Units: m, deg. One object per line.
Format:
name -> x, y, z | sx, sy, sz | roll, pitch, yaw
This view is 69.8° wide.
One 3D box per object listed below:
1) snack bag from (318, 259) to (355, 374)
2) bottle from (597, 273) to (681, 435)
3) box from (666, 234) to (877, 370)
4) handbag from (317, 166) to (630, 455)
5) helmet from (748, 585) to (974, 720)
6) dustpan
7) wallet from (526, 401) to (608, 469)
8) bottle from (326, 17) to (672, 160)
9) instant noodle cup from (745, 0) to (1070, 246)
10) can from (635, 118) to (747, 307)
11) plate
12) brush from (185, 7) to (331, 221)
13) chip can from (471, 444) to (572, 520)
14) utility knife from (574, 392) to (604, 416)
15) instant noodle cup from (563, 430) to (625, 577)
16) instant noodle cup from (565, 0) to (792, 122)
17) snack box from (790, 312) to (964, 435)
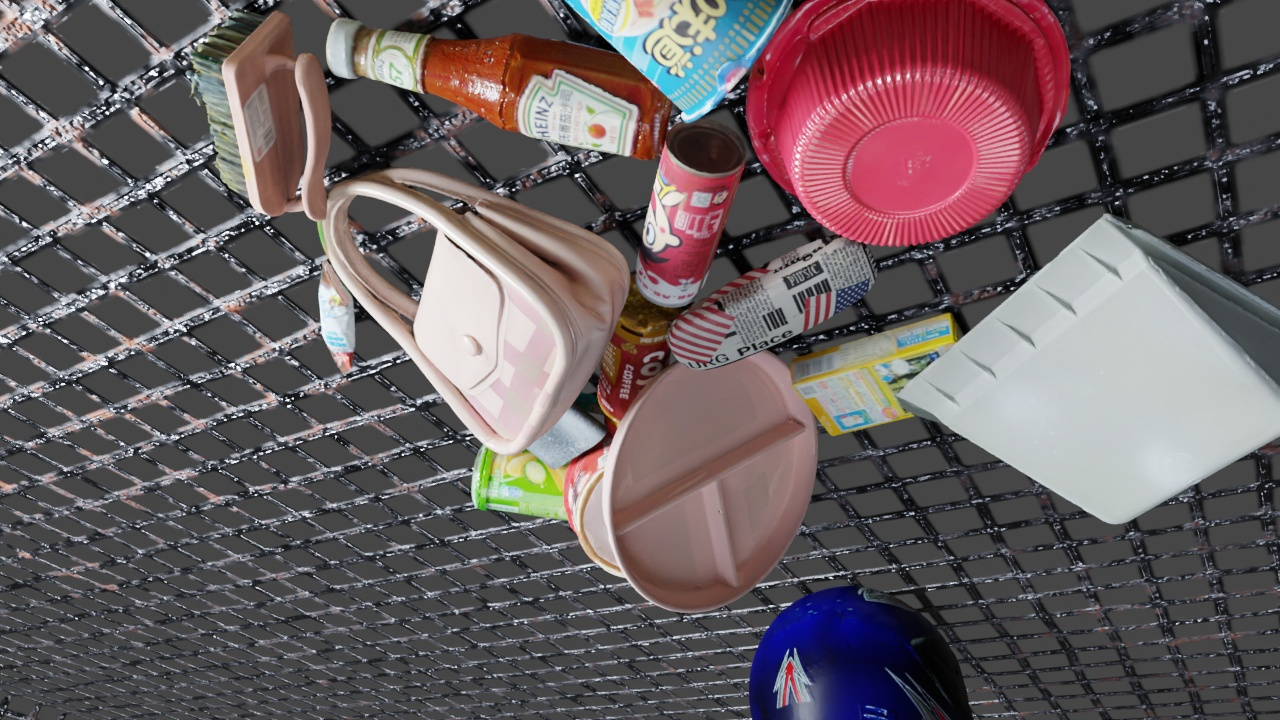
snack bag -> -0.254, -0.035, 0.771 | 0.026, 0.048, 0.104 | -25, 156, -28
bottle -> -0.005, 0.004, 0.765 | 0.057, 0.057, 0.175 | 8, 143, -1
box -> 0.095, -0.044, 0.681 | 0.164, 0.051, 0.068 | -24, 153, 11
handbag -> -0.136, -0.051, 0.681 | 0.234, 0.093, 0.194 | 35, 141, 1
helmet -> 0.275, 0.409, 1.094 | 0.248, 0.239, 0.315 | -27, 120, 36
dustpan -> 0.382, 0.010, 0.723 | 0.258, 0.142, 0.223 | 38, 132, 0
wallet -> -0.093, 0.054, 0.841 | 0.097, 0.019, 0.121 | 39, 146, -9
bottle -> -0.083, -0.168, 0.550 | 0.206, 0.059, 0.060 | 12, 143, 0
instant noodle cup -> 0.159, -0.135, 0.549 | 0.194, 0.065, 0.194 | 4, 143, 3
can -> 0.031, -0.096, 0.629 | 0.053, 0.053, 0.133 | 10, 143, -4
plate -> 0.061, 0.097, 0.768 | 0.229, 0.229, 0.028 | 39, 166, -35
brush -> -0.238, -0.148, 0.597 | 0.073, 0.063, 0.146 | 20, 143, 0
chip can -> -0.059, 0.130, 0.928 | 0.221, 0.072, 0.073 | 8, 143, -3
utility knife -> -0.034, 0.044, 0.858 | 0.218, 0.013, 0.029 | 14, 145, -9
instant noodle cup -> -0.006, 0.132, 0.838 | 0.138, 0.138, 0.108 | 8, -177, -2
instant noodle cup -> 0.011, -0.196, 0.475 | 0.110, 0.099, 0.099 | 33, 137, -19
snack box -> 0.206, 0.015, 0.766 | 0.141, 0.033, 0.087 | -16, 137, 30
